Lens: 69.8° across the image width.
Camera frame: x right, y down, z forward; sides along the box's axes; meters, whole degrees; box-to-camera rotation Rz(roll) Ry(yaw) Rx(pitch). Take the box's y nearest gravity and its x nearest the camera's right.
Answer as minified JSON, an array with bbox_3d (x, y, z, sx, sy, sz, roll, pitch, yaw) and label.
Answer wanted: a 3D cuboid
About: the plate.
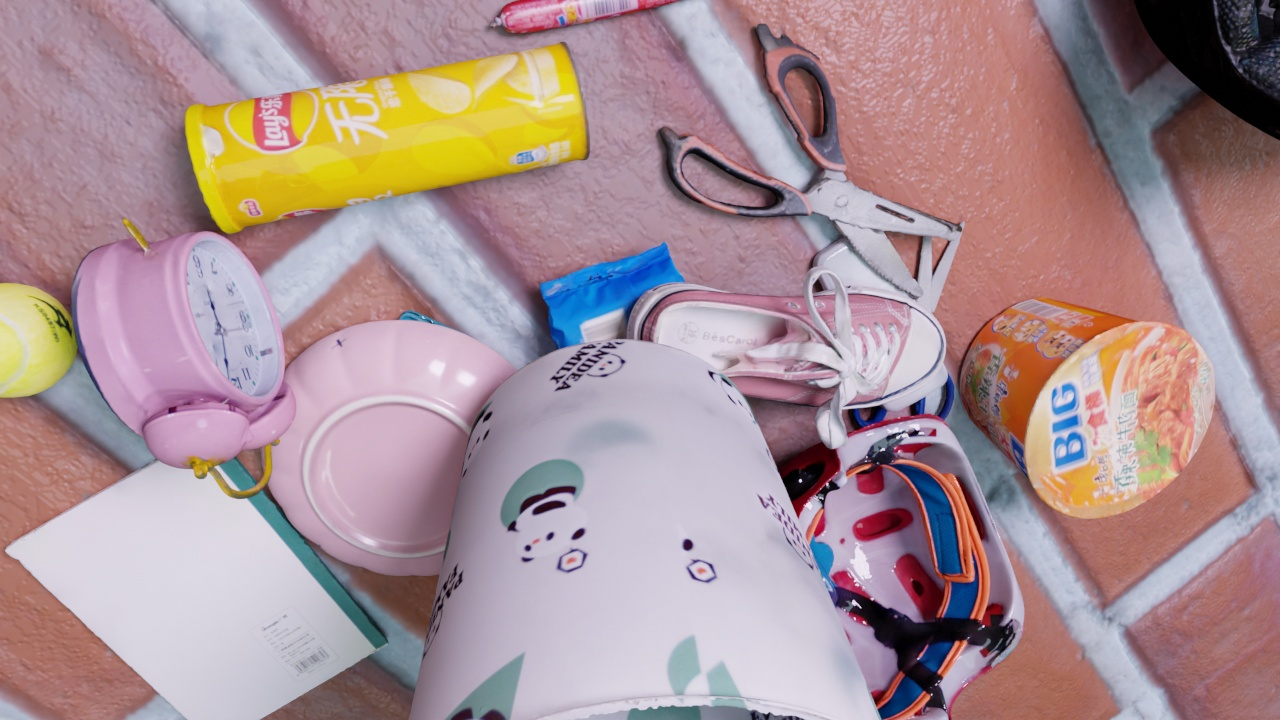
[{"bbox_3d":[-0.154,0.069,0.600,0.192,0.039,0.193,-1,115,-3],"label":"plate"}]

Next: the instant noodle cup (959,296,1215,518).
[{"bbox_3d":[0.322,0.026,0.686,0.151,0.111,0.151,-5,112,-13],"label":"instant noodle cup"}]

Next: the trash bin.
[{"bbox_3d":[-0.007,0.134,0.476,0.229,0.251,0.230,-3,127,-4],"label":"trash bin"}]

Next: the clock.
[{"bbox_3d":[-0.245,0.002,0.513,0.060,0.117,0.158,-15,94,3],"label":"clock"}]

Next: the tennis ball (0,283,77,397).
[{"bbox_3d":[-0.357,-0.011,0.519,0.065,0.065,0.065,-5,112,-13],"label":"tennis ball"}]

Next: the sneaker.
[{"bbox_3d":[0.112,-0.004,0.588,0.240,0.088,0.118,5,105,-27],"label":"sneaker"}]

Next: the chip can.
[{"bbox_3d":[-0.140,-0.129,0.528,0.213,0.072,0.072,-14,114,-10],"label":"chip can"}]

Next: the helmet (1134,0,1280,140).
[{"bbox_3d":[0.440,-0.249,0.545,0.274,0.229,0.234,16,120,-19],"label":"helmet"}]

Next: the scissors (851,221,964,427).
[{"bbox_3d":[0.202,-0.020,0.693,0.144,0.012,0.170,-27,113,-2],"label":"scissors"}]

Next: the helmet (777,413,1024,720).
[{"bbox_3d":[0.142,0.161,0.654,0.239,0.144,0.207,-31,99,-32],"label":"helmet"}]

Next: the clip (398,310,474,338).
[{"bbox_3d":[-0.132,-0.017,0.601,0.055,0.037,0.013,28,101,-11],"label":"clip"}]

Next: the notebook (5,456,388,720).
[{"bbox_3d":[-0.295,0.163,0.633,0.150,0.012,0.209,-30,115,-2],"label":"notebook"}]

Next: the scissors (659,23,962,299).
[{"bbox_3d":[0.117,-0.123,0.616,0.189,0.015,0.224,-18,108,-3],"label":"scissors"}]

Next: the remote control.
[{"bbox_3d":[0.175,-0.029,0.667,0.056,0.020,0.136,-29,106,1],"label":"remote control"}]

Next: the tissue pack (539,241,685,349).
[{"bbox_3d":[-0.004,0.004,0.625,0.095,0.052,0.157,-19,115,-5],"label":"tissue pack"}]

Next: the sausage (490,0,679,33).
[{"bbox_3d":[-0.015,-0.218,0.553,0.155,0.020,0.020,-15,114,-8],"label":"sausage"}]
